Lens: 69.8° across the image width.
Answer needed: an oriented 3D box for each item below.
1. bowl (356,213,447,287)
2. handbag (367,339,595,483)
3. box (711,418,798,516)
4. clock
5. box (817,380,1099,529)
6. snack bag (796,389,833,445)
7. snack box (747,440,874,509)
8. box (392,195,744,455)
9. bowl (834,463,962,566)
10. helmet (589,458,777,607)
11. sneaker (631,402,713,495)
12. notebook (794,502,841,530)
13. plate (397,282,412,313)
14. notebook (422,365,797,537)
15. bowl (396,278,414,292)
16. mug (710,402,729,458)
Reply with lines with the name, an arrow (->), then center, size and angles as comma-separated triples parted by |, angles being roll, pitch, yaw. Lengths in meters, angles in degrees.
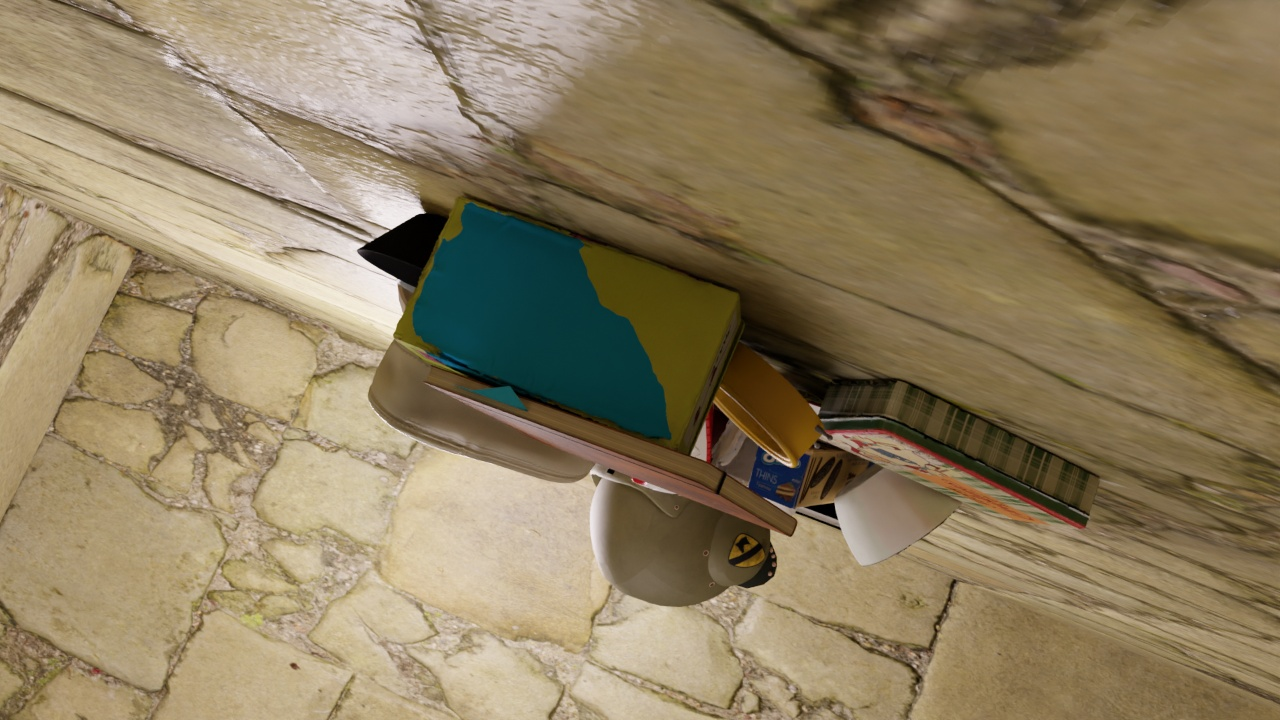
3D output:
bowl -> -0.167, -0.088, 0.766 | 0.124, 0.052, 0.124 | 22, 172, 3
handbag -> -0.117, 0.014, 0.862 | 0.229, 0.132, 0.184 | 28, -168, -12
box -> 0.125, 0.084, 0.955 | 0.103, 0.109, 0.130 | 20, 153, 29
clock -> 0.082, 0.021, 0.724 | 0.152, 0.052, 0.113 | 44, 175, 9
box -> 0.250, 0.076, 0.736 | 0.205, 0.050, 0.118 | 24, 172, -17
snack bag -> 0.155, 0.051, 0.847 | 0.130, 0.039, 0.144 | 20, 174, -18
snack box -> 0.182, 0.106, 0.907 | 0.056, 0.057, 0.206 | 17, -173, 35
box -> -0.049, -0.022, 0.653 | 0.221, 0.124, 0.082 | 19, 169, 13
bowl -> 0.231, 0.130, 0.845 | 0.065, 0.116, 0.116 | 54, 175, 7
helmet -> 0.049, 0.192, 1.201 | 0.232, 0.255, 0.251 | 24, 171, -31
sneaker -> 0.019, 0.069, 0.930 | 0.104, 0.090, 0.237 | 5, 153, 2
notebook -> 0.200, 0.133, 1.038 | 0.207, 0.016, 0.148 | 18, -152, 30
plate -> -0.230, -0.024, 1.098 | 0.189, 0.027, 0.188 | 49, -172, -10
notebook -> -0.031, 0.059, 0.641 | 0.250, 0.014, 0.178 | 16, 168, 33
bowl -> -0.194, -0.078, 0.948 | 0.106, 0.039, 0.106 | 22, 172, 3
mug -> 0.072, 0.062, 1.043 | 0.082, 0.073, 0.106 | 26, 159, -25
